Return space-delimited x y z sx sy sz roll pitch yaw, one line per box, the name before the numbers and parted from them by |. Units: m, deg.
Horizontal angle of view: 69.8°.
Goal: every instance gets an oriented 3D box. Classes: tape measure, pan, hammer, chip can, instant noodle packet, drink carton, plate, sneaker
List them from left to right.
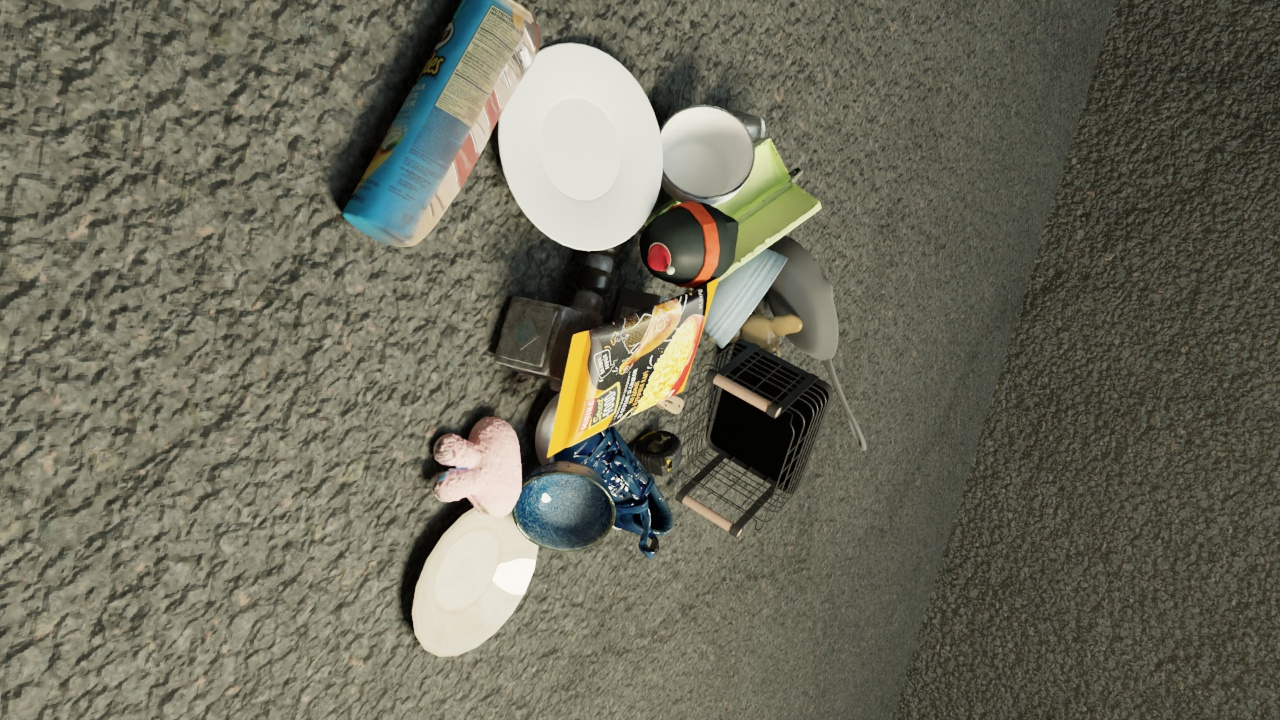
chip can | -0.168 -0.204 0.789 0.229 0.080 0.080 -64 146 -9
plate | -0.188 0.239 1.032 0.188 0.027 0.189 -30 130 -44
plate | -0.060 -0.217 0.943 0.208 0.015 0.208 -1 92 -40
hammer | -0.043 -0.121 1.019 0.176 0.080 0.326 21 84 -57
sneaker | -0.028 0.145 1.129 0.120 0.127 0.295 -58 143 -20
instant noodle packet | -0.006 0.006 0.989 0.220 0.032 0.160 -24 141 -42
drink carton | -0.003 -0.020 1.125 0.048 0.076 0.125 15 90 -57
tape measure | 0.025 0.123 1.242 0.062 0.067 0.038 -40 136 -38
pan | 0.249 -0.030 1.334 0.024 0.217 0.354 -23 90 -13

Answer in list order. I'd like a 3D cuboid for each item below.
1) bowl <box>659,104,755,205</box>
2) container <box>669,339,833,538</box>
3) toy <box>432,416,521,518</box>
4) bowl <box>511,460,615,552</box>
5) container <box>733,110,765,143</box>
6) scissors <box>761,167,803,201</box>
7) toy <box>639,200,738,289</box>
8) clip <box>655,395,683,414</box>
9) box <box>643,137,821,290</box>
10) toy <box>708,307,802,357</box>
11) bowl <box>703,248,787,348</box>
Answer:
bowl | 0.070 -0.228 1.060 0.116 0.116 0.066 -60 179 -15
container | 0.148 0.108 1.289 0.130 0.163 0.242 -35 146 -44
toy | -0.171 0.112 0.964 0.105 0.053 0.108 6 83 -46
bowl | -0.084 0.154 1.036 0.060 0.114 0.114 -86 174 -59
container | 0.111 -0.247 1.162 0.049 0.080 0.129 -3 113 -20
scissors | 0.142 -0.197 1.202 0.015 0.180 0.198 32 60 -25
toy | 0.046 -0.127 1.016 0.119 0.100 0.097 -11 75 -35
clip | 0.028 0.052 1.259 0.060 0.041 0.024 29 81 -37
box | 0.109 -0.173 1.116 0.188 0.130 0.064 -36 165 -1
toy | 0.173 -0.031 1.362 0.108 0.134 0.106 -19 102 -81
bowl | 0.125 -0.098 1.243 0.150 0.075 0.150 -55 179 -2
